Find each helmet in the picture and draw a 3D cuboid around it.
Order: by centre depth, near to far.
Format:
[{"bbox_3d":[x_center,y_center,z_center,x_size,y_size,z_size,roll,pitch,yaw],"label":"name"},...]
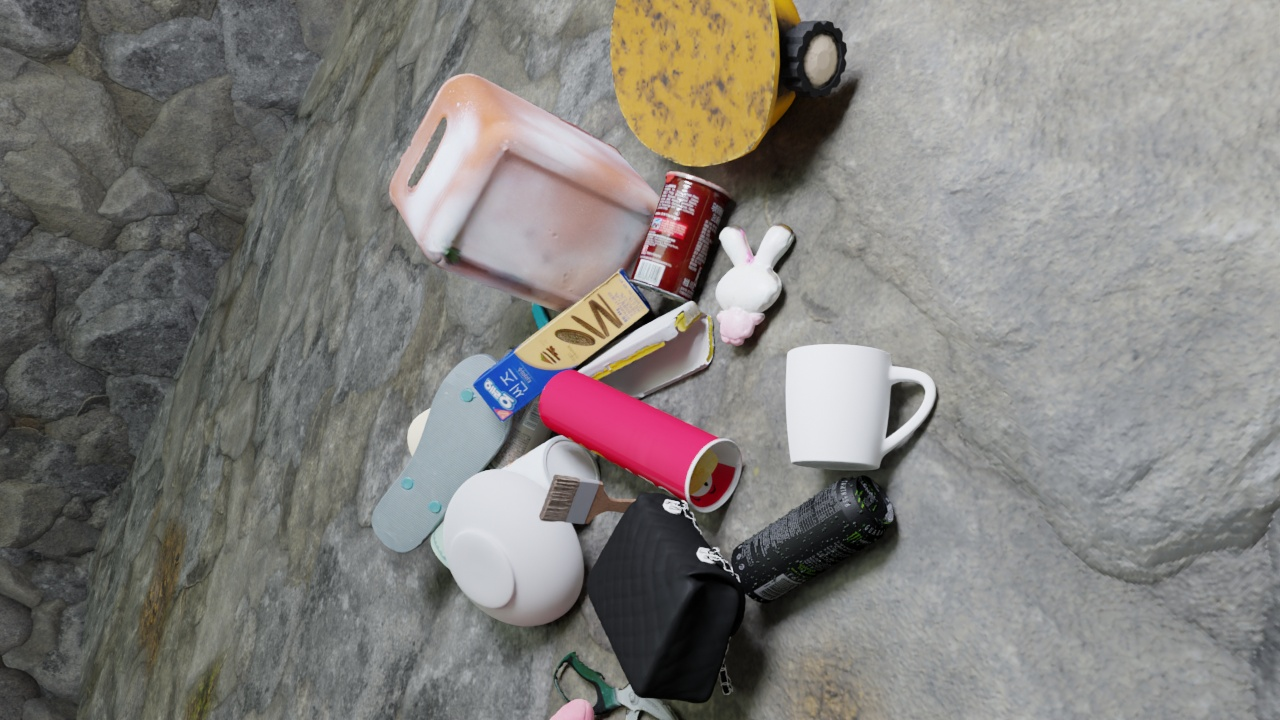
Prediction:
[{"bbox_3d":[0.092,-0.306,0.917,0.256,0.131,0.205,25,125,48],"label":"helmet"}]

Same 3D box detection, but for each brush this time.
[{"bbox_3d":[-0.023,0.133,0.849,0.008,0.143,0.045,40,114,54],"label":"brush"}]

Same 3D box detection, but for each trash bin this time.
[{"bbox_3d":[-0.122,-0.173,1.024,0.182,0.259,0.157,-56,40,18],"label":"trash bin"}]

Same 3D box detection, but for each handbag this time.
[{"bbox_3d":[0.037,0.194,0.765,0.125,0.114,0.153,-68,22,14],"label":"handbag"}]

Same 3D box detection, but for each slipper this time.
[{"bbox_3d":[-0.224,0.115,1.092,0.098,0.054,0.269,33,101,10],"label":"slipper"}]

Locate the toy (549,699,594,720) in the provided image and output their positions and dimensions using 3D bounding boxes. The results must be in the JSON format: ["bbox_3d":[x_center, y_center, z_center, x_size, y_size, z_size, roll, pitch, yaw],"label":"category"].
[{"bbox_3d":[-0.089,0.411,0.854,0.237,0.096,0.192,-3,73,66],"label":"toy"}]

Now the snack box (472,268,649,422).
[{"bbox_3d":[-0.086,-0.017,1.002,0.207,0.056,0.057,-37,9,7],"label":"snack box"}]

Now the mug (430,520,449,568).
[{"bbox_3d":[-0.182,0.189,1.092,0.104,0.084,0.111,-50,11,12],"label":"mug"}]

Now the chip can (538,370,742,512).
[{"bbox_3d":[-0.007,0.072,0.886,0.221,0.069,0.069,23,92,44],"label":"chip can"}]

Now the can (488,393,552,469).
[{"bbox_3d":[-0.130,0.075,1.089,0.054,0.054,0.136,36,103,53],"label":"can"}]

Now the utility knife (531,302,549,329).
[{"bbox_3d":[-0.131,-0.065,1.190,0.022,0.015,0.176,-51,42,24],"label":"utility knife"}]

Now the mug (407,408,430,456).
[{"bbox_3d":[-0.222,0.090,1.178,0.100,0.096,0.119,-24,13,31],"label":"mug"}]

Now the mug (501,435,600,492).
[{"bbox_3d":[-0.107,0.139,1.006,0.106,0.082,0.082,-33,49,38],"label":"mug"}]

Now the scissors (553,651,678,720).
[{"bbox_3d":[-0.013,0.278,0.877,0.202,0.015,0.203,7,78,53],"label":"scissors"}]

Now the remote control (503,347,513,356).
[{"bbox_3d":[-0.147,0.020,1.173,0.136,0.013,0.033,36,101,55],"label":"remote control"}]

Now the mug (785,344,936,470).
[{"bbox_3d":[0.170,0.039,0.713,0.114,0.081,0.087,0,78,20],"label":"mug"}]

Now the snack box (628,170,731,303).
[{"bbox_3d":[0.040,-0.126,0.952,0.072,0.072,0.121,22,92,54],"label":"snack box"}]

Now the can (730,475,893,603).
[{"bbox_3d":[0.131,0.142,0.720,0.138,0.054,0.053,-42,44,33],"label":"can"}]

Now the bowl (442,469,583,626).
[{"bbox_3d":[-0.148,0.207,0.964,0.177,0.066,0.177,12,113,30],"label":"bowl"}]

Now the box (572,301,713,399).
[{"bbox_3d":[-0.009,-0.001,0.978,0.211,0.070,0.067,-27,34,43],"label":"box"}]

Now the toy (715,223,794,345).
[{"bbox_3d":[0.103,-0.073,0.875,0.079,0.038,0.122,7,78,41],"label":"toy"}]
